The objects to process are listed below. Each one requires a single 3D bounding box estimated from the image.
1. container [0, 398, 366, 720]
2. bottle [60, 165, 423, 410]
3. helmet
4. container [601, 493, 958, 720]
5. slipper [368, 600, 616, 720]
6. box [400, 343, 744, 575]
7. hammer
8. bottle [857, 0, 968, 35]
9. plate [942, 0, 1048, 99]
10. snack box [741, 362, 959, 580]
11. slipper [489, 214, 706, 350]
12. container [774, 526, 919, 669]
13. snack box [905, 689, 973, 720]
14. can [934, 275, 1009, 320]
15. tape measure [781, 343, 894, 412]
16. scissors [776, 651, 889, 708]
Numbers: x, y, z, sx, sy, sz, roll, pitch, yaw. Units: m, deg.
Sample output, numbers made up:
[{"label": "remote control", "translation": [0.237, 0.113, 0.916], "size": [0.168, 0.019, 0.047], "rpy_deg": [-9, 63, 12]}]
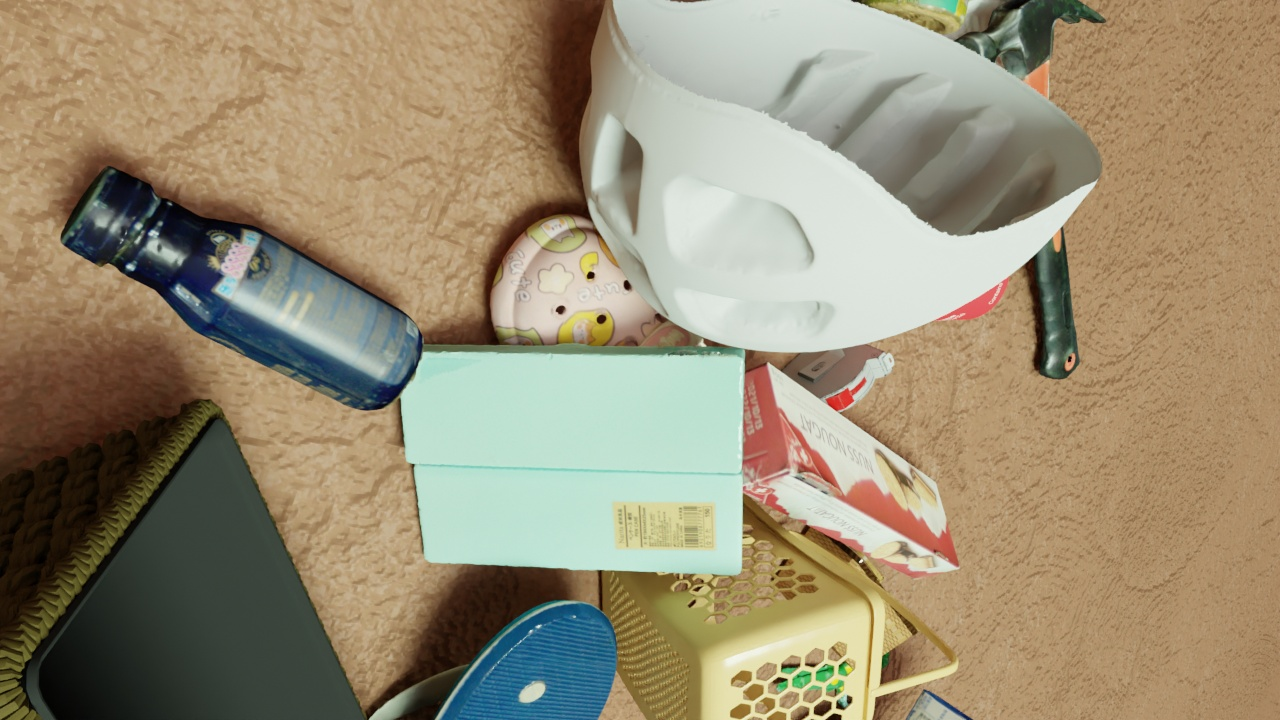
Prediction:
[{"label": "container", "translation": [-0.235, 0.212, 0.377], "size": [0.205, 0.176, 0.321], "rpy_deg": [-14, 114, 0]}, {"label": "bottle", "translation": [-0.180, -0.030, 0.429], "size": [0.160, 0.056, 0.056], "rpy_deg": [33, 86, -34]}, {"label": "helmet", "translation": [0.104, -0.116, 0.488], "size": [0.281, 0.224, 0.184], "rpy_deg": [-28, 152, -24]}, {"label": "container", "translation": [0.079, 0.164, 0.572], "size": [0.166, 0.183, 0.129], "rpy_deg": [-8, 108, -23]}, {"label": "slipper", "translation": [-0.116, 0.250, 0.555], "size": [0.118, 0.060, 0.295], "rpy_deg": [30, 101, -40]}, {"label": "box", "translation": [-0.036, 0.057, 0.503], "size": [0.187, 0.033, 0.136], "rpy_deg": [0, 104, 8]}, {"label": "hammer", "translation": [0.313, -0.117, 0.711], "size": [0.132, 0.033, 0.333], "rpy_deg": [-36, 126, -20]}, {"label": "bottle", "translation": [0.192, -0.315, 0.566], "size": [0.068, 0.068, 0.210], "rpy_deg": [7, 101, -33]}, {"label": "plate", "translation": [0.242, -0.184, 0.669], "size": [0.156, 0.014, 0.157], "rpy_deg": [-9, 109, -29]}, {"label": "snack box", "translation": [0.144, 0.084, 0.617], "size": [0.272, 0.044, 0.076], "rpy_deg": [32, 42, -46]}, {"label": "slipper", "translation": [-0.003, 0.003, 0.535], "size": [0.093, 0.081, 0.197], "rpy_deg": [-49, 125, -9]}, {"label": "container", "translation": [0.154, 0.182, 0.700], "size": [0.061, 0.063, 0.114], "rpy_deg": [-43, 122, -6]}, {"label": "snack box", "translation": [0.189, 0.367, 0.697], "size": [0.059, 0.059, 0.226], "rpy_deg": [36, 84, -30]}, {"label": "can", "translation": [0.185, -0.064, 0.634], "size": [0.142, 0.074, 0.074], "rpy_deg": [-3, 106, -31]}, {"label": "tape measure", "translation": [0.131, 0.008, 0.631], "size": [0.062, 0.060, 0.020], "rpy_deg": [-39, 121, -12]}, {"label": "scissors", "translation": [0.155, 0.266, 0.754], "size": [0.130, 0.014, 0.070], "rpy_deg": [2, 103, -33]}]
